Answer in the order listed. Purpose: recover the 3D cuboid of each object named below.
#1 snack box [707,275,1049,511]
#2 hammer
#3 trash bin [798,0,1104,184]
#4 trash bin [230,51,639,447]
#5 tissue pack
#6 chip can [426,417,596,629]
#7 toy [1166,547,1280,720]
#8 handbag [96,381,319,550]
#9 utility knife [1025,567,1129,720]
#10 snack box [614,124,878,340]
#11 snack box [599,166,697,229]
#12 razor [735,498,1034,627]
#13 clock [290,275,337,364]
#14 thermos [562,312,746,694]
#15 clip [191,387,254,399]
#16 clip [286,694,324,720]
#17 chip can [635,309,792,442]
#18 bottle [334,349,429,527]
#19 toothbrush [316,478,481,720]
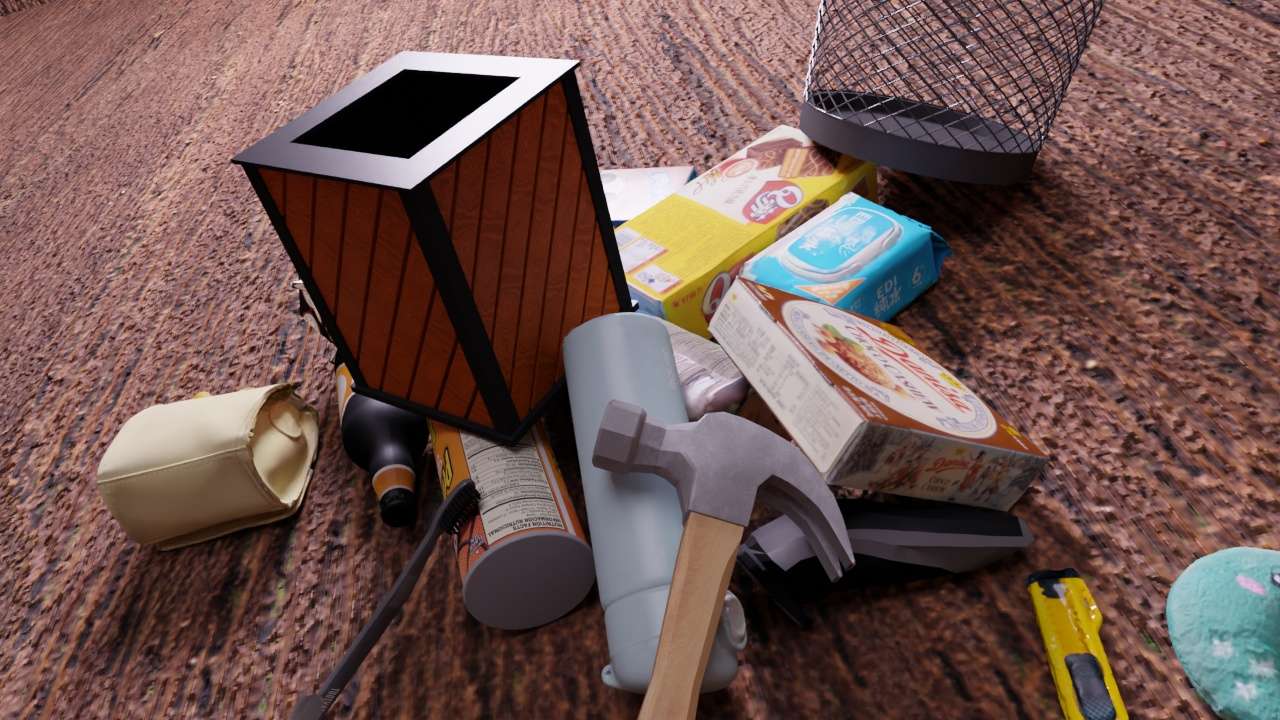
[{"bbox_3d":[0.131,0.019,0.524,0.146,0.041,0.143,13,27,-32],"label":"snack box"},{"bbox_3d":[0.006,0.172,0.385,0.131,0.039,0.327,16,62,2],"label":"hammer"},{"bbox_3d":[0.240,-0.274,0.699,0.217,0.228,0.217,8,27,-4],"label":"trash bin"},{"bbox_3d":[-0.112,-0.072,0.555,0.140,0.172,0.139,15,47,31],"label":"trash bin"},{"bbox_3d":[0.145,-0.065,0.664,0.144,0.062,0.093,-35,42,-21],"label":"tissue pack"},{"bbox_3d":[-0.093,0.063,0.586,0.075,0.075,0.215,-22,39,-6],"label":"chip can"},{"bbox_3d":[0.289,0.123,0.418,0.105,0.033,0.085,-35,53,-23],"label":"toy"},{"bbox_3d":[-0.299,0.067,0.657,0.119,0.081,0.111,-14,32,6],"label":"handbag"},{"bbox_3d":[0.208,0.166,0.410,0.030,0.017,0.178,-15,41,17],"label":"utility knife"},{"bbox_3d":[0.074,-0.100,0.731,0.229,0.062,0.110,-35,42,-21],"label":"snack box"},{"bbox_3d":[-0.030,-0.138,0.834,0.151,0.034,0.087,2,43,21],"label":"snack box"},{"bbox_3d":[0.128,0.099,0.488,0.156,0.057,0.060,-15,81,0],"label":"razor"},{"bbox_3d":[-0.204,-0.070,0.752,0.154,0.115,0.065,-34,42,-24],"label":"clock"},{"bbox_3d":[0.003,0.075,0.498,0.078,0.065,0.206,-25,58,23],"label":"thermos"},{"bbox_3d":[-0.333,0.037,0.739,0.054,0.044,0.049,28,81,42],"label":"clip"},{"bbox_3d":[-0.164,0.200,0.468,0.058,0.102,0.050,13,39,-34],"label":"clip"},{"bbox_3d":[-0.004,0.004,0.627,0.079,0.080,0.230,-40,44,-26],"label":"chip can"},{"bbox_3d":[-0.180,0.048,0.648,0.059,0.059,0.181,-22,39,-7],"label":"bottle"},{"bbox_3d":[-0.139,0.136,0.506,0.167,0.013,0.013,-55,45,1],"label":"toothbrush"}]
